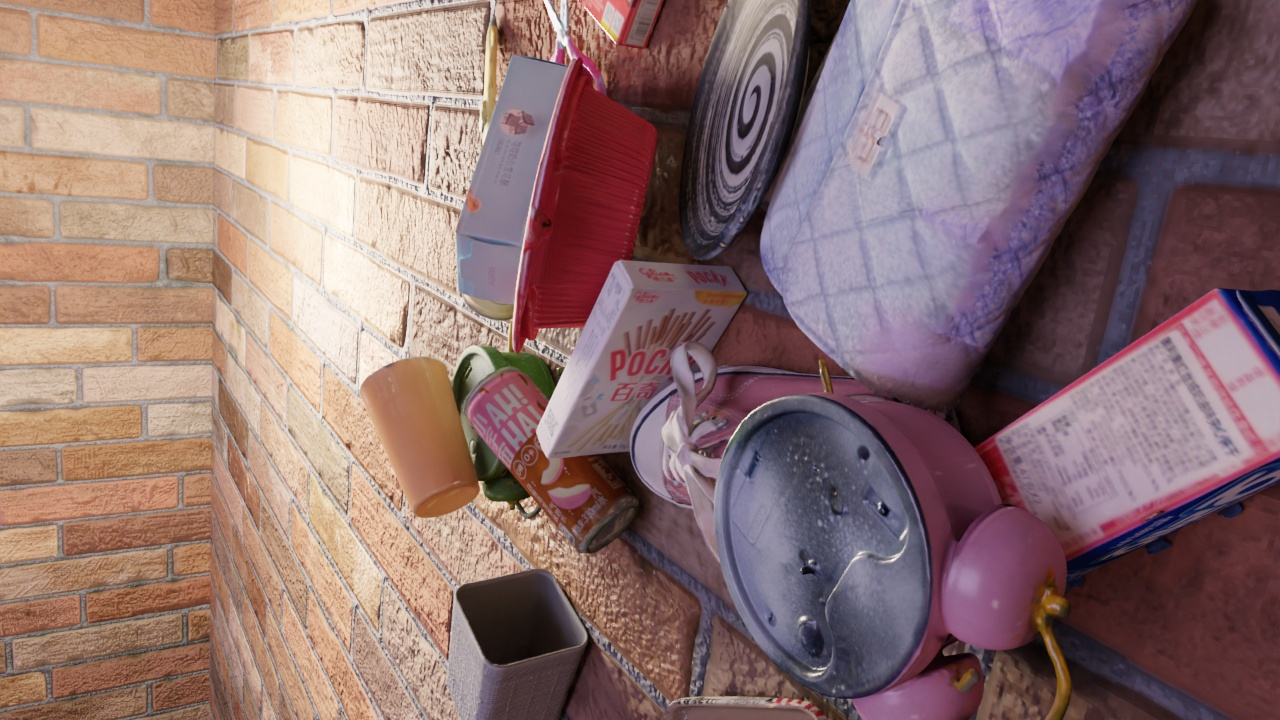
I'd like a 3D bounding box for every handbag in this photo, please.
[{"bbox_3d":[0.126,-0.088,0.395,0.134,0.075,0.194,52,133,44],"label":"handbag"}]

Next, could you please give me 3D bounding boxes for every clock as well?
[{"bbox_3d":[-0.113,0.058,0.789,0.116,0.056,0.161,-51,51,46],"label":"clock"},{"bbox_3d":[0.097,0.081,0.358,0.158,0.059,0.117,52,134,41],"label":"clock"}]

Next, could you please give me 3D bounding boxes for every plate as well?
[{"bbox_3d":[0.060,-0.141,0.507,0.179,0.024,0.179,-169,91,-77],"label":"plate"}]

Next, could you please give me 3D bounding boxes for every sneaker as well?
[{"bbox_3d":[0.053,0.046,0.504,0.242,0.087,0.118,-6,87,56],"label":"sneaker"}]

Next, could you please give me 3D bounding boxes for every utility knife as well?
[{"bbox_3d":[-0.131,-0.216,0.800,0.031,0.022,0.220,119,148,-57],"label":"utility knife"}]

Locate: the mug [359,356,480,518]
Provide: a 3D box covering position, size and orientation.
[{"bbox_3d":[-0.184,0.068,0.784,0.078,0.078,0.122,-51,56,45],"label":"mug"}]

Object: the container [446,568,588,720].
[{"bbox_3d":[-0.109,0.252,0.766,0.090,0.090,0.114,49,134,45],"label":"container"}]

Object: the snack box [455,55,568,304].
[{"bbox_3d":[-0.089,-0.132,0.664,0.074,0.051,0.174,105,175,-60],"label":"snack box"}]

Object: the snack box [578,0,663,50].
[{"bbox_3d":[-0.025,-0.294,0.661,0.152,0.025,0.075,58,137,38],"label":"snack box"}]

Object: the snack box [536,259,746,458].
[{"bbox_3d":[-0.004,0.003,0.591,0.157,0.084,0.027,-61,43,39],"label":"snack box"}]

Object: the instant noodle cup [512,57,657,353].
[{"bbox_3d":[-0.033,-0.093,0.599,0.194,0.066,0.194,-171,93,-86],"label":"instant noodle cup"}]

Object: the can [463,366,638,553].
[{"bbox_3d":[-0.067,0.072,0.681,0.147,0.057,0.058,45,131,22],"label":"can"}]

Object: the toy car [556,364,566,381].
[{"bbox_3d":[-0.038,0.024,0.694,0.105,0.032,0.048,164,96,-68],"label":"toy car"}]

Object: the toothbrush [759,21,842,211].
[{"bbox_3d":[0.115,-0.168,0.454,0.026,0.026,0.222,31,125,8],"label":"toothbrush"}]

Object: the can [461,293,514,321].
[{"bbox_3d":[-0.109,-0.093,0.772,0.058,0.058,0.117,61,138,35],"label":"can"}]

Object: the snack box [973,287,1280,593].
[{"bbox_3d":[0.166,0.053,0.359,0.208,0.057,0.058,-50,49,46],"label":"snack box"}]

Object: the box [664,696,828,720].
[{"bbox_3d":[0.062,0.235,0.547,0.075,0.083,0.164,49,143,-7],"label":"box"}]

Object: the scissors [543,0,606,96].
[{"bbox_3d":[-0.060,-0.242,0.705,0.133,0.017,0.130,66,156,4],"label":"scissors"}]
